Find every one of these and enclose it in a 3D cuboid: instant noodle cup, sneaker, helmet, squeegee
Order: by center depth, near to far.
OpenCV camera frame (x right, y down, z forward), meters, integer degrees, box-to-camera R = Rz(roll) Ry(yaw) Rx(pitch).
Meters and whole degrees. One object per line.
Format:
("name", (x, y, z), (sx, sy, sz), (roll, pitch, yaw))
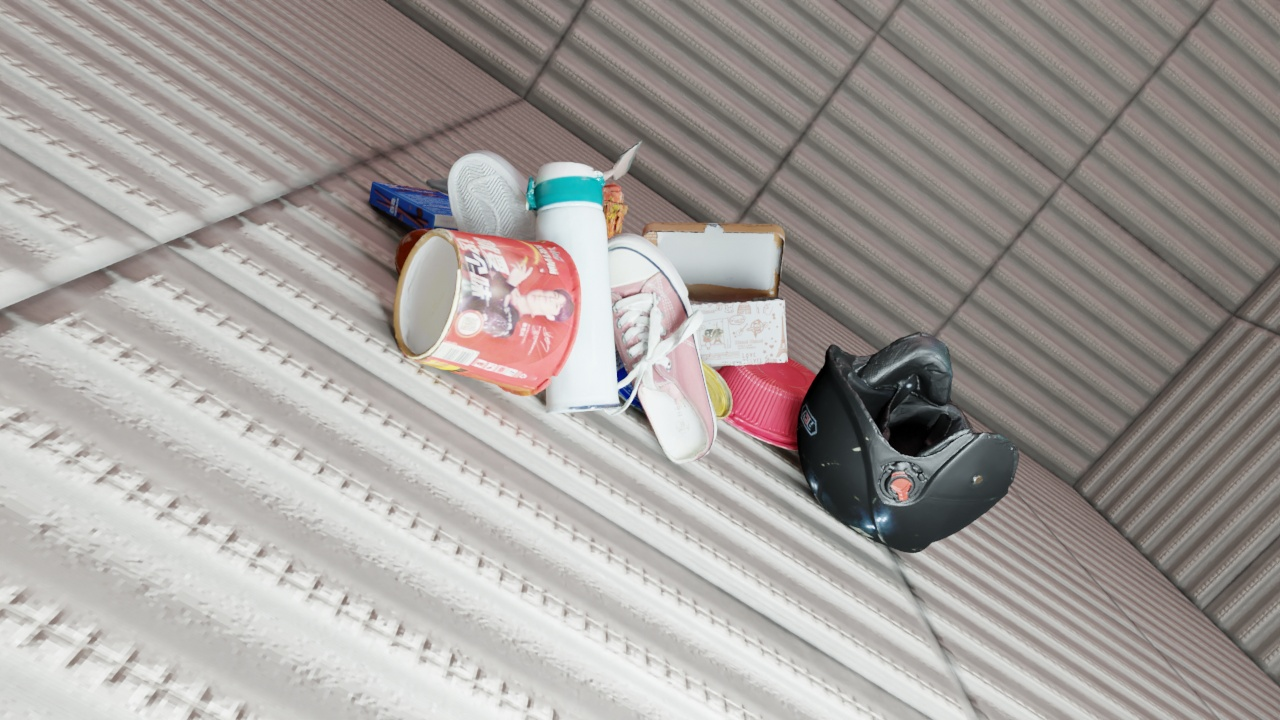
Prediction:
("instant noodle cup", (-0.131, -0.045, 0.760), (0.108, 0.138, 0.138), (12, 28, -41))
("sneaker", (0.014, -0.009, 0.897), (0.087, 0.118, 0.241), (-39, 110, -78))
("sneaker", (-0.103, -0.097, 0.909), (0.242, 0.090, 0.090), (65, 22, -6))
("squeegee", (-0.127, -0.211, 1.085), (0.249, 0.040, 0.247), (-6, 6, -3))
("helmet", (0.299, 0.101, 1.091), (0.274, 0.231, 0.233), (27, 24, -18))
("instant noodle cup", (-0.062, -0.126, 1.145), (0.079, 0.189, 0.164), (3, 12, 7))
("instant noodle cup", (0.176, 0.041, 1.224), (0.194, 0.066, 0.193), (19, 22, -8))

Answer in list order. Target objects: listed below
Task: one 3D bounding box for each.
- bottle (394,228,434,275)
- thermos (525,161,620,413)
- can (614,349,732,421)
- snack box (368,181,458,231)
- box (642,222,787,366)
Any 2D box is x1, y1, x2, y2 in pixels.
("bottle", (-0.167, -0.092, 0.955), (0.060, 0.060, 0.205), (42, 16, 22))
("thermos", (-0.062, -0.066, 0.827), (0.073, 0.224, 0.073), (-4, -4, 0))
("can", (0.032, 0.026, 1.008), (0.148, 0.049, 0.074), (29, 47, -29))
("snack box", (-0.222, -0.161, 0.995), (0.084, 0.026, 0.157), (0, 20, -41))
("box", (0.092, -0.089, 1.147), (0.182, 0.181, 0.153), (-3, 8, 2))
